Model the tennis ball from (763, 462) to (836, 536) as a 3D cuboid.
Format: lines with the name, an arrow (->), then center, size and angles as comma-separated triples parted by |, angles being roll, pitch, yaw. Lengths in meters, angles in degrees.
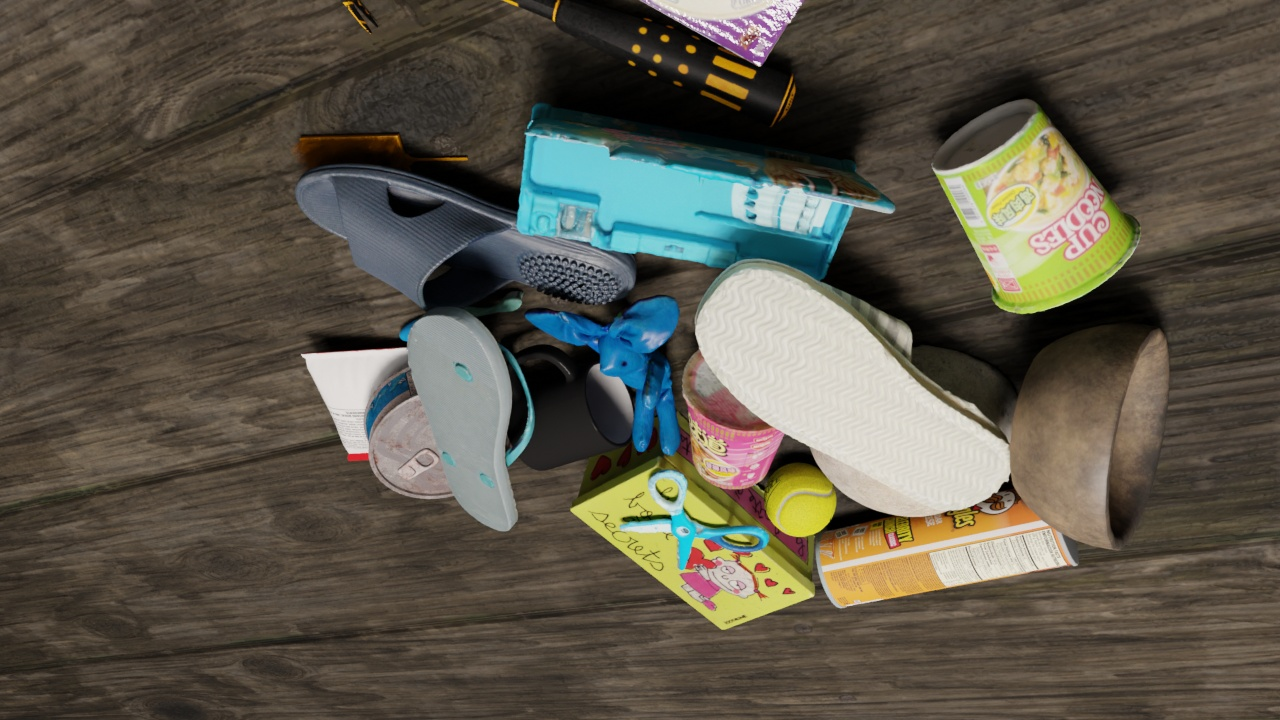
tennis ball -> 0.145, 0.127, 0.837 | 0.065, 0.065, 0.065 | 7, 133, 7

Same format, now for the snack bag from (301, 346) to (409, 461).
snack bag -> -0.236, 0.046, 0.869 | 0.131, 0.039, 0.144 | -3, 132, 5

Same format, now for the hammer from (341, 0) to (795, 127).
hammer -> -0.053, -0.221, 0.586 | 0.320, 0.036, 0.124 | 22, 134, -4

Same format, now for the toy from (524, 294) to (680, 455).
toy -> -0.004, 0.004, 0.740 | 0.113, 0.070, 0.176 | -1, 138, 30

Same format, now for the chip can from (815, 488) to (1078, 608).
chip can -> 0.275, 0.170, 0.839 | 0.216, 0.075, 0.075 | -20, 125, 29

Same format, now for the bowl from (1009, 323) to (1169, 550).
bowl -> 0.326, 0.051, 0.669 | 0.070, 0.161, 0.162 | 11, 140, 40

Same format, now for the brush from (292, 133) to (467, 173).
brush -> -0.198, -0.149, 0.697 | 0.126, 0.017, 0.048 | 2, 133, 12

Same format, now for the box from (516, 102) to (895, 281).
box -> 0.035, -0.121, 0.607 | 0.227, 0.085, 0.170 | 9, 166, -5

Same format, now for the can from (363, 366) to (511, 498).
can -> -0.182, 0.064, 0.833 | 0.129, 0.044, 0.130 | -12, 130, -15

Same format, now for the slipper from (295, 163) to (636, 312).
slipper -> -0.137, -0.071, 0.697 | 0.263, 0.082, 0.101 | 14, 154, -3

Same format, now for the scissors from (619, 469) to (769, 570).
scissors -> 0.048, 0.145, 0.809 | 0.140, 0.011, 0.134 | 7, 130, 6

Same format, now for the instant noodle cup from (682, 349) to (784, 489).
instant noodle cup -> 0.082, 0.051, 0.770 | 0.098, 0.097, 0.109 | 8, 141, 6

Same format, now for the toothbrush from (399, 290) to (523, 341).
toothbrush -> -0.156, -0.038, 0.794 | 0.135, 0.017, 0.022 | -14, 128, 28

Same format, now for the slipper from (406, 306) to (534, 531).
slipper -> -0.136, 0.043, 0.761 | 0.098, 0.054, 0.269 | 26, 141, 18

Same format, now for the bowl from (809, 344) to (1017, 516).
bowl -> 0.224, 0.076, 0.762 | 0.178, 0.081, 0.179 | 7, 135, 7

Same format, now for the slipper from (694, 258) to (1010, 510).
slipper -> 0.159, 0.021, 0.672 | 0.272, 0.054, 0.115 | 35, 112, -14

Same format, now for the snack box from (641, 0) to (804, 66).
snack box -> 0.043, -0.265, 0.513 | 0.148, 0.040, 0.144 | 25, 133, -10

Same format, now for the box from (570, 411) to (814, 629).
box -> 0.054, 0.156, 0.876 | 0.125, 0.082, 0.221 | -29, 121, 33

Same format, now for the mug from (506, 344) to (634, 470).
mug -> -0.070, 0.036, 0.799 | 0.088, 0.078, 0.113 | -19, 117, 28

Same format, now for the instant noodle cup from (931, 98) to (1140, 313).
instant noodle cup -> 0.245, -0.102, 0.586 | 0.099, 0.098, 0.108 | -28, 113, 33
